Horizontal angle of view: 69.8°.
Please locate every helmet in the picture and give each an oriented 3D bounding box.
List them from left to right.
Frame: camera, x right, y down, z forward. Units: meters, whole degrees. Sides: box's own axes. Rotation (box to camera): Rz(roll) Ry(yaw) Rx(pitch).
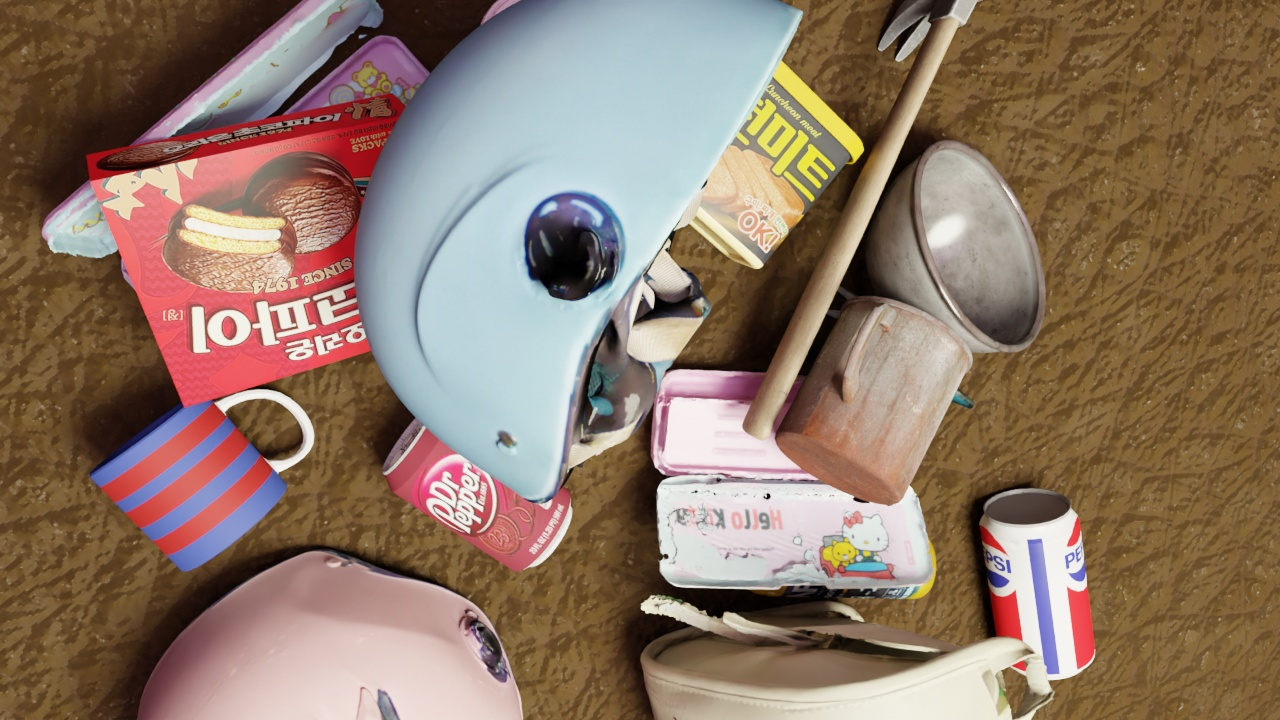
[{"bbox_3d":[-0.179,0.256,0.568,0.230,0.152,0.255,-41,114,-7],"label":"helmet"},{"bbox_3d":[-0.037,-0.072,0.440,0.167,0.225,0.266,33,112,-5],"label":"helmet"}]

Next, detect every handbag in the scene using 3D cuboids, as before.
[{"bbox_3d":[0.109,0.191,0.591,0.183,0.229,0.132,-18,93,-22],"label":"handbag"}]

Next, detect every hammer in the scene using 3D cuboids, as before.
[{"bbox_3d":[0.144,-0.100,0.583,0.030,0.119,0.331,21,95,-17],"label":"hammer"}]

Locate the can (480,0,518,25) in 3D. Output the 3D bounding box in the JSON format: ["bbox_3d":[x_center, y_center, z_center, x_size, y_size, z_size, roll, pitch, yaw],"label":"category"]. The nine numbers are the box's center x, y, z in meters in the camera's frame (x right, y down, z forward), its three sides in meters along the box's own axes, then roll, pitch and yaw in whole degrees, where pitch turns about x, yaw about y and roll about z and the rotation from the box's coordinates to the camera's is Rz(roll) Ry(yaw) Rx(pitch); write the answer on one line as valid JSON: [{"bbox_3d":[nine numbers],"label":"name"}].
[{"bbox_3d":[-0.065,-0.178,0.539,0.067,0.076,0.067,-3,102,-14],"label":"can"}]

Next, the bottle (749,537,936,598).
[{"bbox_3d":[0.119,0.143,0.663,0.186,0.053,0.053,5,100,-15],"label":"bottle"}]

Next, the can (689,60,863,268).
[{"bbox_3d":[0.056,-0.136,0.582,0.131,0.072,0.101,38,93,-18],"label":"can"}]

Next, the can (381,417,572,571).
[{"bbox_3d":[-0.103,0.082,0.589,0.114,0.063,0.063,38,90,-18],"label":"can"}]

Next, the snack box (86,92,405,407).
[{"bbox_3d":[-0.191,-0.060,0.498,0.151,0.036,0.133,-19,129,-22],"label":"snack box"}]

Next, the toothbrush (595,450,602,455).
[{"bbox_3d":[-0.004,0.004,0.623,0.021,0.016,0.135,24,95,-17],"label":"toothbrush"}]

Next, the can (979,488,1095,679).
[{"bbox_3d":[0.305,0.172,0.706,0.070,0.070,0.132,-16,105,-11],"label":"can"}]

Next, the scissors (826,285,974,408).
[{"bbox_3d":[0.206,-0.014,0.671,0.120,0.019,0.150,-31,105,-6],"label":"scissors"}]

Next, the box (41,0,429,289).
[{"bbox_3d":[-0.206,-0.108,0.504,0.214,0.092,0.090,-42,88,-3],"label":"box"}]

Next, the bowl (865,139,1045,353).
[{"bbox_3d":[0.203,-0.067,0.617,0.144,0.067,0.144,15,66,-36],"label":"bowl"}]

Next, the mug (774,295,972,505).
[{"bbox_3d":[0.142,0.019,0.572,0.110,0.096,0.123,-64,148,-17],"label":"mug"}]

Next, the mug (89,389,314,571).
[{"bbox_3d":[-0.253,0.059,0.549,0.111,0.075,0.076,-45,110,-30],"label":"mug"}]

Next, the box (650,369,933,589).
[{"bbox_3d":[0.105,0.082,0.642,0.201,0.059,0.155,4,80,-15],"label":"box"}]
